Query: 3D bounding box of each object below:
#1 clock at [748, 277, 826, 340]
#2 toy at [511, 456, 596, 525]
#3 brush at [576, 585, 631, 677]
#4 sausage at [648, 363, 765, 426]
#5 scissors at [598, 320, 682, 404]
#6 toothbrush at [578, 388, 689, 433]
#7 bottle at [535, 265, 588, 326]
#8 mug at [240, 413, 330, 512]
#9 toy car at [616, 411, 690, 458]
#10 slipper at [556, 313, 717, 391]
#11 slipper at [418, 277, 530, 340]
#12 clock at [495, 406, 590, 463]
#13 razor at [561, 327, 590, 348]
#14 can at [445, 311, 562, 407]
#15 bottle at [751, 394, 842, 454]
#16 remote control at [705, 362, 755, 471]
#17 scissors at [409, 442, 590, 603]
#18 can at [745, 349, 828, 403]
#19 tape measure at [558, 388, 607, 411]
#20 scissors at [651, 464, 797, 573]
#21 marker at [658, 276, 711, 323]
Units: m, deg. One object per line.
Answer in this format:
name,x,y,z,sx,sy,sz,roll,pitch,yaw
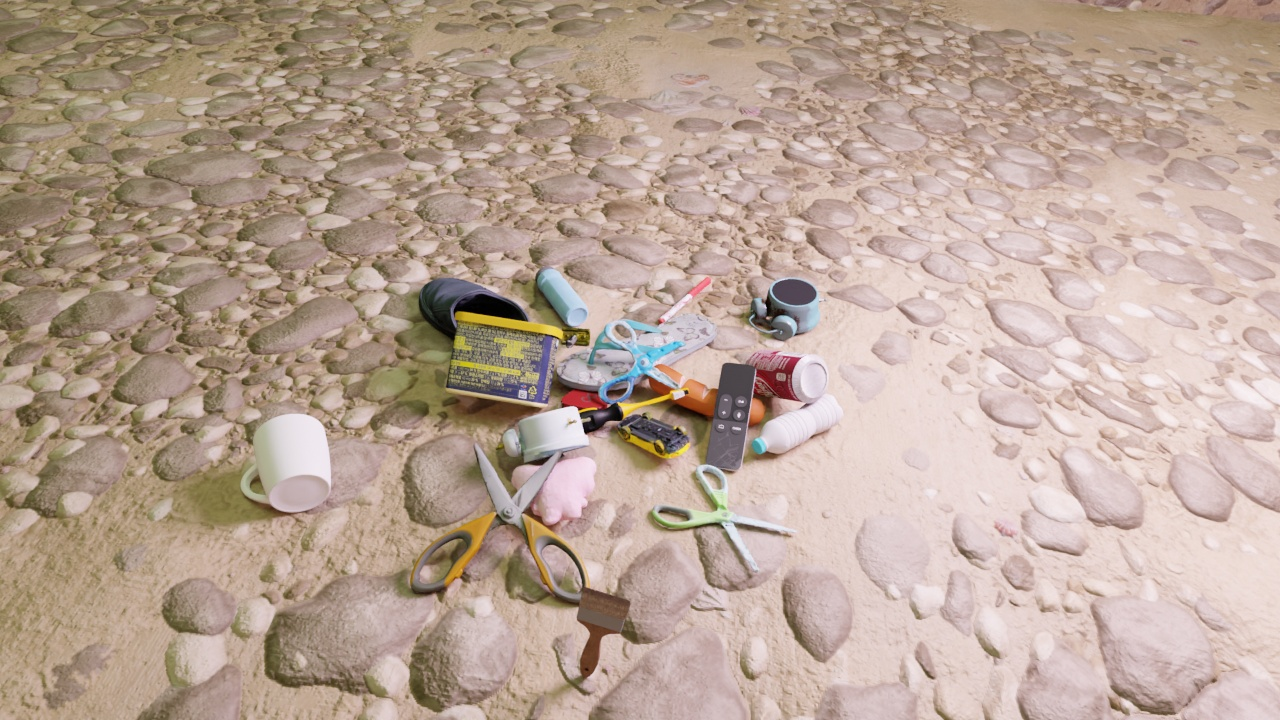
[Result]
clock,0.216,-0.077,1.377,0.124,0.053,0.090,-29,49,-29
toy,-0.096,0.152,1.073,0.102,0.050,0.093,-11,45,-10
brush,-0.044,0.263,0.870,0.045,0.143,0.008,17,42,3
sausage,0.086,0.049,1.219,0.164,0.044,0.039,20,14,17
scissors,-0.008,0.008,1.215,0.134,0.011,0.140,35,73,12
toothbrush,-0.030,0.066,1.184,0.196,0.031,0.031,-16,9,-9
bottle,-0.123,-0.101,1.389,0.040,0.040,0.130,-17,44,-23
mug,-0.416,0.130,1.066,0.114,0.081,0.087,-33,51,5
toy car,0.016,0.095,1.167,0.049,0.030,0.107,-31,37,-34
slipper,0.006,-0.023,1.284,0.268,0.055,0.098,-21,43,-33
slipper,-0.227,-0.070,1.309,0.108,0.084,0.265,-25,46,-28
clock,-0.120,0.096,1.118,0.118,0.057,0.083,-16,-4,14
razor,-0.095,-0.029,1.279,0.042,0.026,0.106,6,8,0
can,-0.179,0.000,1.198,0.135,0.104,0.075,9,-3,6
bottle,0.200,0.086,1.183,0.136,0.044,0.044,-23,46,-29
remote control,0.116,0.070,1.174,0.045,0.008,0.146,7,65,11
scissors,-0.142,0.192,1.012,0.230,0.016,0.224,37,67,16
can,0.192,0.020,1.218,0.063,0.063,0.114,-23,16,-29
tape measure,-0.072,0.058,1.213,0.051,0.019,0.058,25,34,24
scissors,0.100,0.180,1.084,0.171,0.024,0.165,10,34,4
marker,0.069,-0.093,1.416,0.013,0.013,0.141,25,44,24
